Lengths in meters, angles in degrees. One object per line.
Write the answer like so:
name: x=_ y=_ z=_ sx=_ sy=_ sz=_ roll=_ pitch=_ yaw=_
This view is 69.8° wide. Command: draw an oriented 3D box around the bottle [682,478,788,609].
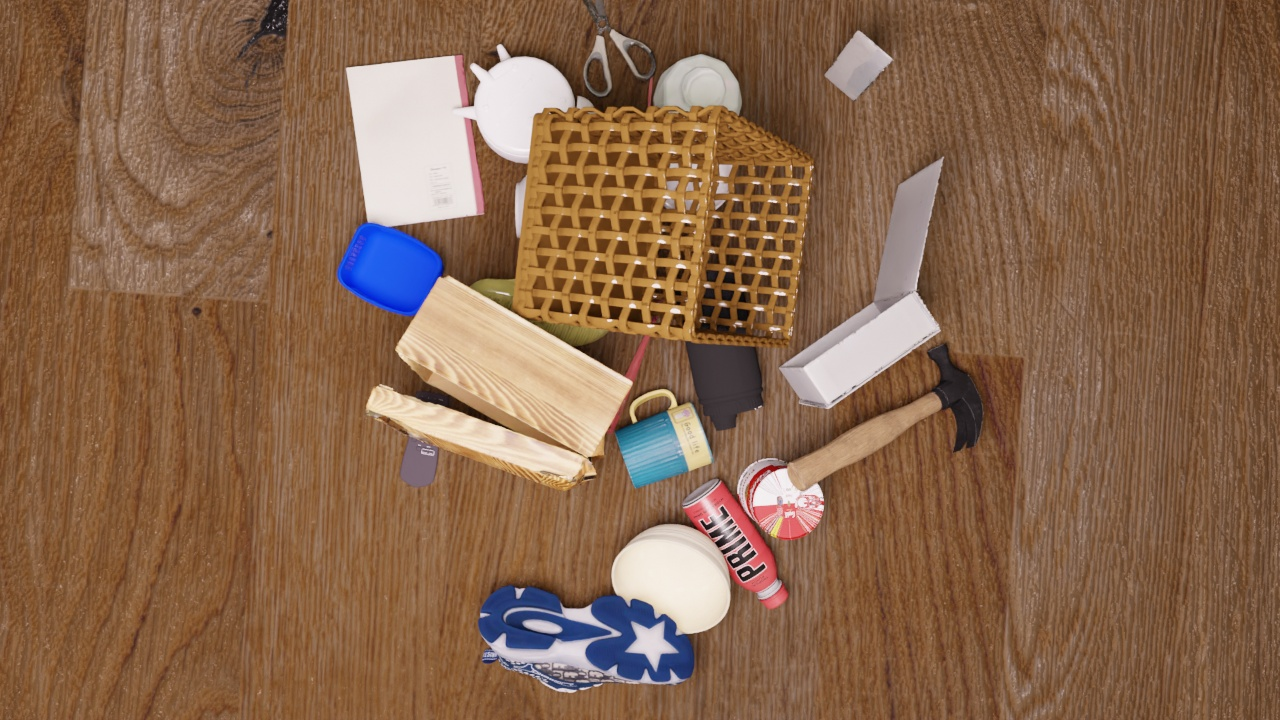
bottle: x=0.127 y=0.240 z=1.181 sx=0.062 sy=0.062 sz=0.176 roll=-35 pitch=92 yaw=-3

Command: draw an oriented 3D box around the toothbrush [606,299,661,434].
toothbrush: x=-0.007 y=0.007 z=1.196 sx=0.016 sy=0.016 sz=0.190 roll=23 pitch=89 yaw=-3

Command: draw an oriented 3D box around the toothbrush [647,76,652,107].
toothbrush: x=0.006 y=-0.280 z=1.198 sx=0.015 sy=0.015 sz=0.184 roll=7 pitch=89 yaw=-6

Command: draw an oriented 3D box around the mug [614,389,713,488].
mug: x=0.024 y=0.095 z=1.173 sx=0.107 sy=0.083 sz=0.113 roll=-21 pitch=69 yaw=0

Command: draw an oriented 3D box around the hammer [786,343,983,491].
hammer: x=0.306 y=0.090 z=1.140 sx=0.304 sy=0.040 sz=0.132 roll=-23 pitch=84 yaw=-28

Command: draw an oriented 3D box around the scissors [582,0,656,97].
scissors: x=-0.037 y=-0.423 z=1.196 sx=0.154 sy=0.012 sz=0.163 roll=16 pitch=89 yaw=3

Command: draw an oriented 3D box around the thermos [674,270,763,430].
thermos: x=0.103 y=-0.013 z=1.167 sx=0.086 sy=0.086 sz=0.198 roll=-12 pitch=91 yaw=-3

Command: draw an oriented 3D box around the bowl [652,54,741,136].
bowl: x=0.077 y=-0.340 z=1.178 sx=0.117 sy=0.061 sz=0.117 roll=0 pitch=90 yaw=-4

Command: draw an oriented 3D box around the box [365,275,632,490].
box: x=-0.150 y=0.052 z=1.055 sx=0.245 sy=0.279 sz=0.167 roll=27 pitch=78 yaw=-3

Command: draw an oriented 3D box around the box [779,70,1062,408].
box: x=0.347 y=-0.140 z=1.137 sx=0.119 sy=0.166 sz=0.478 roll=33 pitch=89 yaw=-2

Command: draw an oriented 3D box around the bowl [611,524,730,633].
bowl: x=0.046 y=0.263 z=1.158 sx=0.151 sy=0.075 sz=0.151 roll=8 pitch=120 yaw=14

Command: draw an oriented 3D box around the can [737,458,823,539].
can: x=0.174 y=0.173 z=1.155 sx=0.086 sy=0.116 sz=0.086 roll=0 pitch=90 yaw=-3

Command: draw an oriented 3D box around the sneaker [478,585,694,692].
sneaker: x=-0.070 y=0.369 z=1.152 sx=0.269 sy=0.103 sz=0.133 roll=10 pitch=133 yaw=0

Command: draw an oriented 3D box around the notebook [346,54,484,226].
notebook: x=-0.290 y=-0.282 z=1.185 sx=0.153 sy=0.012 sz=0.208 roll=-8 pitch=91 yaw=-4

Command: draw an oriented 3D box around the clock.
clock: x=-0.143 y=-0.316 z=1.159 sx=0.161 sy=0.073 sz=0.125 roll=34 pitch=87 yaw=-4

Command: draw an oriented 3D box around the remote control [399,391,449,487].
remote control: x=-0.280 y=0.102 z=1.186 sx=0.046 sy=0.009 sz=0.124 roll=11 pitch=90 yaw=-3

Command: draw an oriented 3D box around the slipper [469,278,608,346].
slipper: x=-0.127 y=-0.076 z=1.167 sx=0.190 sy=0.092 sz=0.081 roll=9 pitch=50 yaw=-12

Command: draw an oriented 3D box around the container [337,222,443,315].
container: x=-0.312 y=-0.113 z=1.160 sx=0.114 sy=0.058 sz=0.096 roll=25 pitch=89 yaw=-3

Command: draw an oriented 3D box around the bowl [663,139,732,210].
bowl: x=0.065 y=-0.235 z=1.182 sx=0.105 sy=0.054 sz=0.105 roll=0 pitch=92 yaw=-4

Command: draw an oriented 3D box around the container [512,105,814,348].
container: x=0.031 y=-0.138 z=0.999 sx=0.214 sy=0.251 sz=0.219 roll=9 pitch=94 yaw=31

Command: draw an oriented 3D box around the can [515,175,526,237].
can: x=-0.085 y=-0.188 z=1.157 sx=0.140 sy=0.088 sz=0.088 roll=0 pitch=90 yaw=-3
